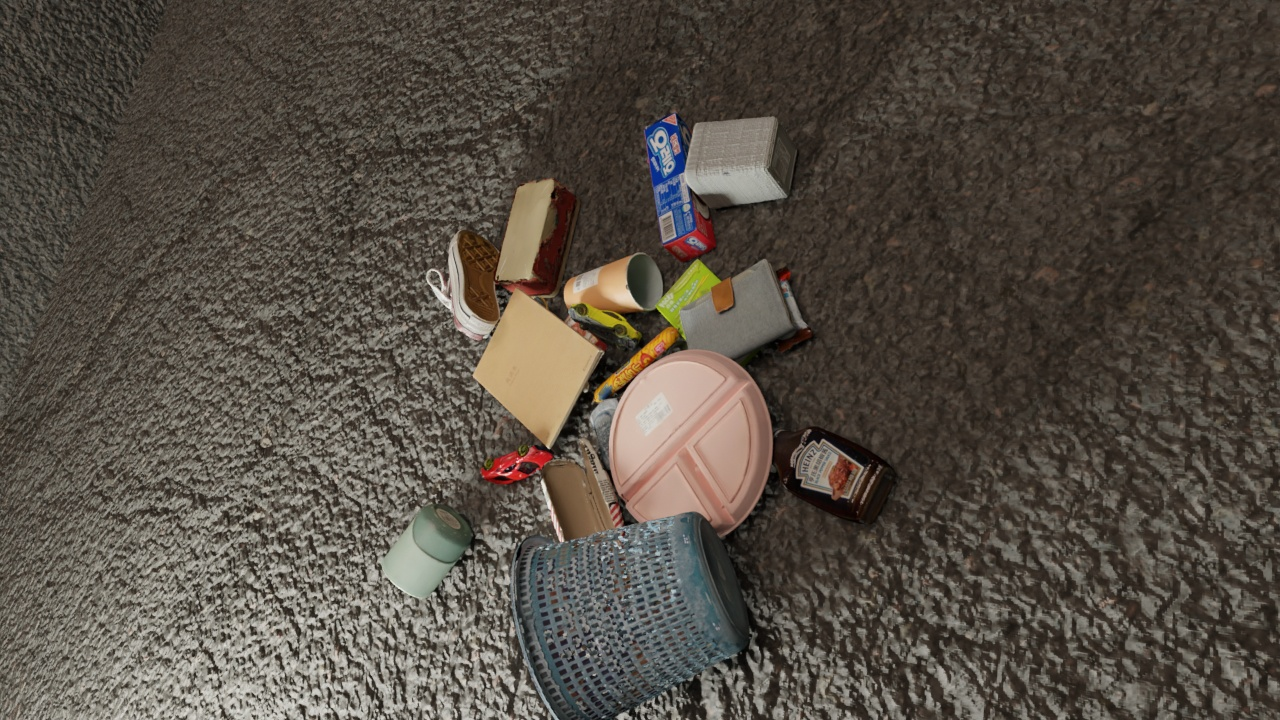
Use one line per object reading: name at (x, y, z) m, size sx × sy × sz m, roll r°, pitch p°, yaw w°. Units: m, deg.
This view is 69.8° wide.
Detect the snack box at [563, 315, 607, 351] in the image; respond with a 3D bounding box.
snack box at (-0.118, 0.016, 1.276) m, size 0.153 × 0.025 × 0.075 m, roll -51°, pitch 49°, yaw 6°

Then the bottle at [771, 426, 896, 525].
bottle at (0.179, 0.109, 1.005) m, size 0.195 × 0.044 × 0.080 m, roll 25°, pitch 89°, yaw 41°

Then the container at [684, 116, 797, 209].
container at (0.132, -0.255, 1.177) m, size 0.114 × 0.090 × 0.090 m, roll 1°, pitch 71°, yaw 33°

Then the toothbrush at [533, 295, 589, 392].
toothbrush at (-0.110, -0.026, 1.258) m, size 0.016 × 0.018 × 0.191 m, roll -42°, pitch 51°, yaw 15°

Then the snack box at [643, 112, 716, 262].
snack box at (0.052, -0.238, 1.246) m, size 0.057 × 0.058 × 0.207 m, roll -23°, pitch 58°, yaw 26°

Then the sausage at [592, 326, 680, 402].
sausage at (-0.007, 0.007, 1.188) m, size 0.165 × 0.021 × 0.021 m, roll -41°, pitch 51°, yaw 27°

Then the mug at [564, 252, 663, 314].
mug at (-0.041, -0.095, 1.241) m, size 0.123 × 0.078 × 0.078 m, roll -10°, pitch 64°, yaw 37°

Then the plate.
plate at (0.049, 0.099, 1.070) m, size 0.230 × 0.028 × 0.229 m, roll -8°, pitch 78°, yaw 39°

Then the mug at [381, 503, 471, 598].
mug at (-0.292, 0.253, 1.268) m, size 0.106 × 0.082 × 0.111 m, roll -53°, pitch 18°, yaw 5°

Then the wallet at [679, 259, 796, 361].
wallet at (0.111, -0.053, 1.097) m, size 0.130 × 0.037 × 0.106 m, roll -29°, pitch 56°, yaw 21°

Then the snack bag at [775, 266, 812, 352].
snack bag at (0.173, -0.061, 1.098) m, size 0.045 × 0.026 × 0.105 m, roll -26°, pitch 59°, yaw 21°

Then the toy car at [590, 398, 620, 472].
toy car at (-0.036, 0.093, 1.178) m, size 0.049 × 0.031 × 0.105 m, roll -32°, pitch 53°, yaw 20°

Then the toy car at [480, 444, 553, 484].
toy car at (-0.165, 0.141, 1.238) m, size 0.106 × 0.049 × 0.031 m, roll -25°, pitch 57°, yaw 25°

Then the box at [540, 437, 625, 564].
box at (-0.065, 0.172, 1.133) m, size 0.087 × 0.075 × 0.162 m, roll -60°, pitch 39°, yaw 38°

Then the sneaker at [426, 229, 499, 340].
sneaker at (-0.261, -0.106, 1.380) m, size 0.088 × 0.118 × 0.240 m, roll -47°, pitch 34°, yaw 27°

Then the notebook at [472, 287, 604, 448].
notebook at (-0.147, 0.006, 1.265) m, size 0.211 × 0.012 × 0.149 m, roll 37°, pitch 103°, yaw 42°

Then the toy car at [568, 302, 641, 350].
toy car at (-0.047, -0.049, 1.220) m, size 0.105 × 0.048 × 0.032 m, roll 26°, pitch 70°, yaw 12°

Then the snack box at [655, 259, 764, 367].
snack box at (0.090, -0.052, 1.154) m, size 0.086 × 0.026 × 0.156 m, roll -48°, pitch 50°, yaw 9°

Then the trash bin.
trash bin at (0.001, 0.263, 0.974) m, size 0.195 × 0.226 × 0.226 m, roll -23°, pitch 57°, yaw 11°

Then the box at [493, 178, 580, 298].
box at (-0.157, -0.184, 1.361) m, size 0.091 × 0.078 × 0.168 m, roll -1°, pitch 70°, yaw 37°
